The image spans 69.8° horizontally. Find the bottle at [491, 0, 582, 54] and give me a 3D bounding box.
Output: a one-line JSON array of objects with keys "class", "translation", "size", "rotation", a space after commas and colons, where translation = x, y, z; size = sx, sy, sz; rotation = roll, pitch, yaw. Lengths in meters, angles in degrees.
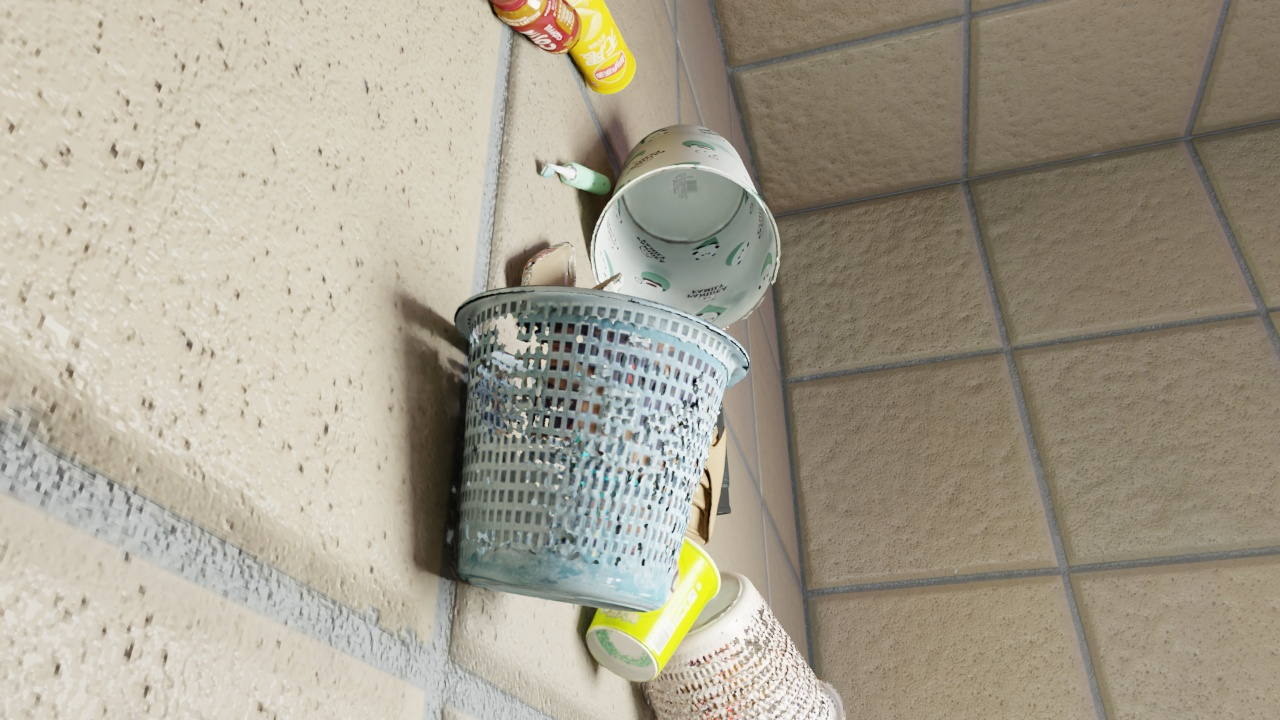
[{"class": "bottle", "translation": [-0.110, -0.364, 0.951], "size": [0.174, 0.057, 0.057], "rotation": [-25, 106, -76]}]

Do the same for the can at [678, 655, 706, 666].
[{"class": "can", "translation": [0.047, 0.326, 1.163], "size": [0.053, 0.053, 0.133], "rotation": [-71, 149, -63]}]

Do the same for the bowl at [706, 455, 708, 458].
[{"class": "bowl", "translation": [0.077, 0.153, 1.373], "size": [0.116, 0.066, 0.116], "rotation": [-9, 89, -77]}]

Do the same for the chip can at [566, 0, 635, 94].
[{"class": "chip can", "translation": [-0.068, -0.412, 1.127], "size": [0.213, 0.072, 0.072], "rotation": [43, 40, -69]}]

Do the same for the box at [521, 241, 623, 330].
[{"class": "box", "translation": [-0.061, -0.070, 0.904], "size": [0.162, 0.088, 0.076], "rotation": [-57, 154, -74]}]

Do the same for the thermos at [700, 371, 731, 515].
[{"class": "thermos", "translation": [0.104, 0.137, 1.527], "size": [0.090, 0.068, 0.242], "rotation": [142, -54, -68]}]

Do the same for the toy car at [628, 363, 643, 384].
[{"class": "toy car", "translation": [-0.007, 0.007, 1.194], "size": [0.049, 0.031, 0.106], "rotation": [-35, 128, -71]}]

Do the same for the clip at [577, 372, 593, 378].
[{"class": "clip", "translation": [-0.057, 0.030, 1.012], "size": [0.039, 0.014, 0.056], "rotation": [-70, 150, -65]}]

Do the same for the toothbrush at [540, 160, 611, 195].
[{"class": "toothbrush", "translation": [-0.073, -0.215, 1.074], "size": [0.027, 0.026, 0.224], "rotation": [-59, 172, 11]}]

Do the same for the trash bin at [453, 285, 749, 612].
[{"class": "trash bin", "translation": [-0.044, 0.076, 0.674], "size": [0.226, 0.227, 0.194], "rotation": [51, 45, -64]}]

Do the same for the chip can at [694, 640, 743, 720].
[{"class": "chip can", "translation": [0.108, 0.470, 1.286], "size": [0.073, 0.073, 0.216], "rotation": [46, 38, -67]}]

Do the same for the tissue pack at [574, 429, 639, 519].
[{"class": "tissue pack", "translation": [-0.034, 0.119, 0.972], "size": [0.133, 0.050, 0.093], "rotation": [50, 36, -65]}]

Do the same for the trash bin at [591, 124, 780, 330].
[{"class": "trash bin", "translation": [0.056, -0.188, 1.215], "size": [0.251, 0.230, 0.230], "rotation": [-88, 164, -59]}]

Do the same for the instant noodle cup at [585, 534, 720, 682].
[{"class": "instant noodle cup", "translation": [0.006, 0.249, 0.920], "size": [0.123, 0.112, 0.112], "rotation": [-53, 136, -44]}]

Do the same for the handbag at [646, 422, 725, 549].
[{"class": "handbag", "translation": [0.048, 0.128, 1.135], "size": [0.148, 0.100, 0.204], "rotation": [47, 36, -28]}]

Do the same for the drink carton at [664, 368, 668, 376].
[{"class": "drink carton", "translation": [0.029, -0.020, 1.332], "size": [0.122, 0.045, 0.053], "rotation": [52, 33, -63]}]

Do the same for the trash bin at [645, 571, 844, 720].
[{"class": "trash bin", "translation": [0.095, 0.362, 1.057], "size": [0.192, 0.228, 0.227], "rotation": [65, 17, -11]}]
